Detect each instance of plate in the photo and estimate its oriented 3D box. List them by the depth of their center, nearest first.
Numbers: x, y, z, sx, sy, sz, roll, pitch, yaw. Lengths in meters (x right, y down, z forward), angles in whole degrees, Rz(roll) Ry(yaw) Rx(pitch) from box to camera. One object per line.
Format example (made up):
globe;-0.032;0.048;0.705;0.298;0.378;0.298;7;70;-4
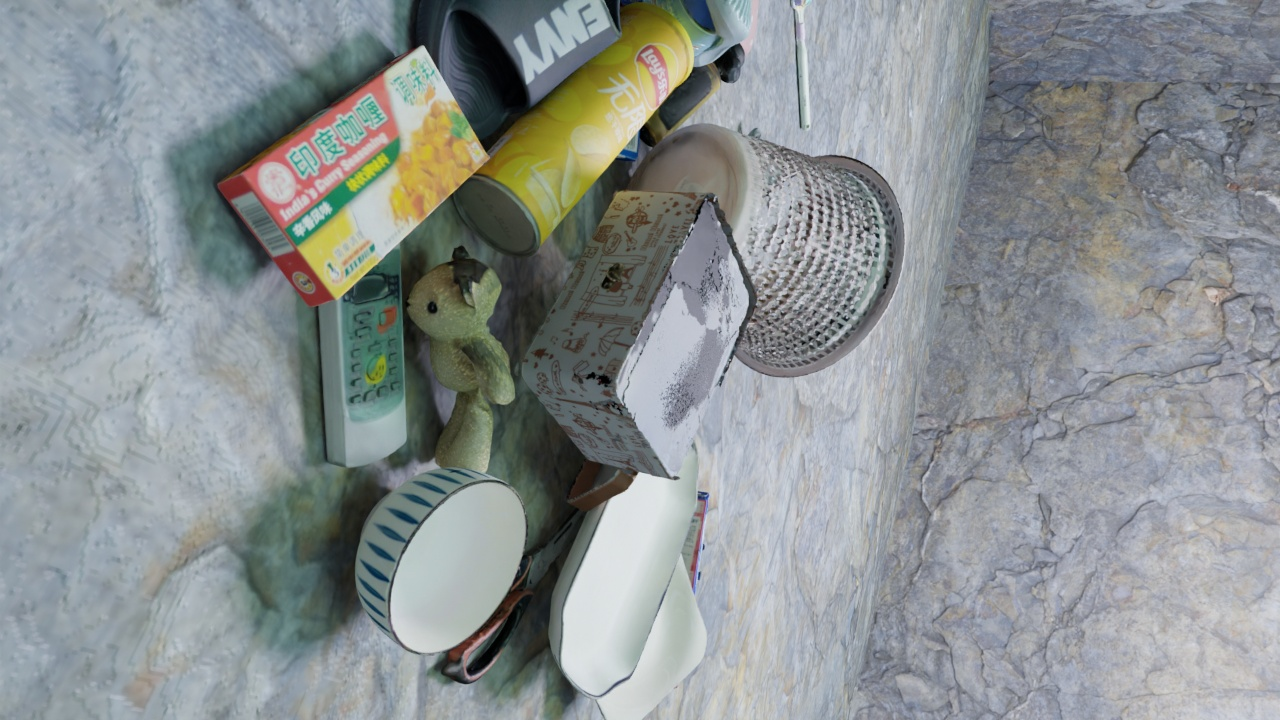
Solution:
plate;-0.015;0.169;0.834;0.265;0.034;0.162;-66;146;-27
plate;-0.008;0.258;0.902;0.163;0.034;0.164;-28;106;-43

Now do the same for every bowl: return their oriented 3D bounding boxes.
bowl;-0.134;0.119;0.583;0.116;0.066;0.117;-32;132;-45

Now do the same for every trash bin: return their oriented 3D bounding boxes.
trash bin;0.095;-0.113;0.843;0.192;0.228;0.227;17;82;-43

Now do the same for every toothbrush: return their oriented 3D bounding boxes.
toothbrush;0.220;-0.398;1.237;0.020;0.029;0.190;-115;-169;-50

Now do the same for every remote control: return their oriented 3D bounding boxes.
remote control;-0.164;-0.005;0.546;0.056;0.019;0.135;-25;121;-61

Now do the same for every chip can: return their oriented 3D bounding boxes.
chip can;-0.042;-0.169;0.654;0.212;0.072;0.072;-54;145;-29

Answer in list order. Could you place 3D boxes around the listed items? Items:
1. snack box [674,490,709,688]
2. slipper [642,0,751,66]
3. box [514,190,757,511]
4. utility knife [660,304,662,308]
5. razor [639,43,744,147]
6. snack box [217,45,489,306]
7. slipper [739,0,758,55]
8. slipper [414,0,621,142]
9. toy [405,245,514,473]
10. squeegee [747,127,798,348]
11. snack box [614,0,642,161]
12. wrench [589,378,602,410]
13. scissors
snack box;0.033;0.241;0.990;0.057;0.058;0.207;6;93;-81
slipper;0.036;-0.294;0.741;0.245;0.074;0.104;-122;-156;-82
box;0.005;0.008;0.710;0.274;0.125;0.178;91;23;-62
utility knife;0.022;-0.032;0.933;0.034;0.018;0.216;27;72;-66
razor;0.046;-0.257;0.867;0.062;0.068;0.167;54;52;-24
snack box;-0.151;-0.106;0.509;0.077;0.027;0.155;60;42;-27
slipper;0.079;-0.383;0.889;0.274;0.054;0.114;23;74;-65
slipper;-0.050;-0.260;0.601;0.267;0.083;0.111;-61;148;-16
toy;-0.118;0.007;0.597;0.105;0.066;0.157;-121;-149;-56
squeegee;0.119;-0.150;1.080;0.247;0.040;0.249;10;84;-48
snack box;-0.024;-0.248;0.754;0.084;0.026;0.157;-11;108;-64
wrench;-0.024;0.098;0.884;0.056;0.016;0.274;-59;148;-45
scissors;-0.095;0.167;0.755;0.196;0.015;0.205;54;50;-56
